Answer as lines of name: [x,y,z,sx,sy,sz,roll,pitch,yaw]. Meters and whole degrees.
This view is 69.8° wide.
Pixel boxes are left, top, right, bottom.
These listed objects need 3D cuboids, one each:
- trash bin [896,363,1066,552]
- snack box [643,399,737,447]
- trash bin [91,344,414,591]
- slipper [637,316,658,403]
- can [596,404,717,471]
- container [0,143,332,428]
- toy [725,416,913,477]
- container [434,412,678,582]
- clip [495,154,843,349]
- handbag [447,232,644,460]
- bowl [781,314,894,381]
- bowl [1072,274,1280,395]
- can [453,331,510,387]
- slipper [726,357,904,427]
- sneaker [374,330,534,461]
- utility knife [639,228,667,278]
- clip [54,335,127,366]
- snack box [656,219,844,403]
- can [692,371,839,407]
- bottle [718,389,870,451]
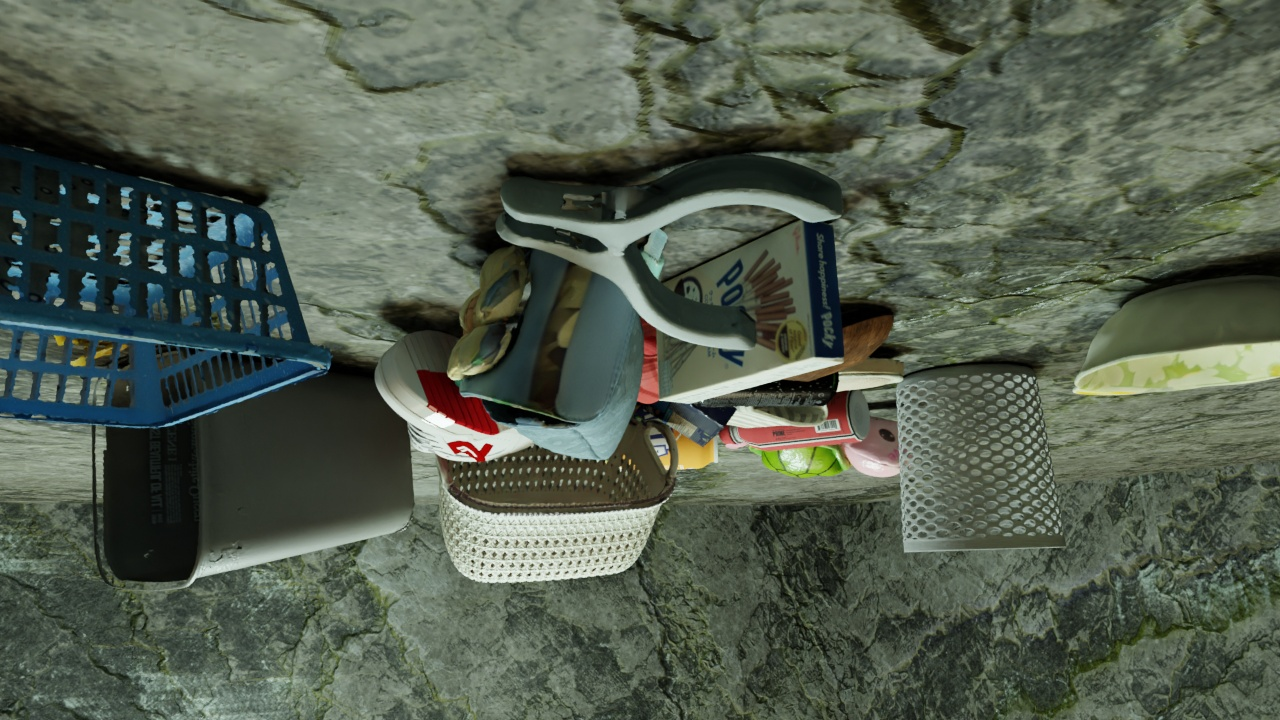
trash bin: [0.350,0.105,0.963,0.156,0.183,0.156,-2,168,-1]
snack box: [0.046,0.047,0.931,0.082,0.027,0.150,35,167,3]
trash bin: [-0.346,0.095,0.843,0.198,0.197,0.219,-11,172,38]
slipper: [-0.004,0.004,0.748,0.249,0.059,0.103,-6,167,23]
can: [0.019,0.091,1.094,0.142,0.079,0.079,-3,168,4]
container: [-0.363,-0.040,0.422,0.258,0.089,0.361,-14,163,43]
toy: [0.231,0.109,1.192,0.238,0.087,0.190,0,168,21]
container: [-0.097,0.134,0.959,0.251,0.143,0.184,1,-148,-21]
clip: [0.029,-0.071,0.444,0.172,0.030,0.165,24,139,-28]
handbag: [-0.058,-0.008,0.577,0.118,0.121,0.192,14,171,5]
bowl: [0.151,-0.003,0.732,0.114,0.026,0.102,-21,171,12]
bowl: [0.427,-0.020,0.691,0.188,0.060,0.220,3,168,-24]
can: [-0.089,0.012,0.700,0.101,0.055,0.055,23,170,8]
slipper: [0.150,0.037,0.943,0.114,0.054,0.273,12,162,-32]
sneaker: [-0.164,0.046,0.784,0.104,0.090,0.236,-29,164,15]
utility knife: [0.004,-0.057,0.572,0.022,0.015,0.148,31,164,1]
clip: [-0.430,-0.008,0.712,0.046,0.048,0.054,30,155,-19]
snack box: [0.061,-0.025,0.567,0.026,0.082,0.150,6,165,-33]
can: [0.105,0.015,0.816,0.137,0.054,0.054,0,168,-10]
bottle: [0.173,0.072,1.070,0.177,0.062,0.062,-10,165,34]
